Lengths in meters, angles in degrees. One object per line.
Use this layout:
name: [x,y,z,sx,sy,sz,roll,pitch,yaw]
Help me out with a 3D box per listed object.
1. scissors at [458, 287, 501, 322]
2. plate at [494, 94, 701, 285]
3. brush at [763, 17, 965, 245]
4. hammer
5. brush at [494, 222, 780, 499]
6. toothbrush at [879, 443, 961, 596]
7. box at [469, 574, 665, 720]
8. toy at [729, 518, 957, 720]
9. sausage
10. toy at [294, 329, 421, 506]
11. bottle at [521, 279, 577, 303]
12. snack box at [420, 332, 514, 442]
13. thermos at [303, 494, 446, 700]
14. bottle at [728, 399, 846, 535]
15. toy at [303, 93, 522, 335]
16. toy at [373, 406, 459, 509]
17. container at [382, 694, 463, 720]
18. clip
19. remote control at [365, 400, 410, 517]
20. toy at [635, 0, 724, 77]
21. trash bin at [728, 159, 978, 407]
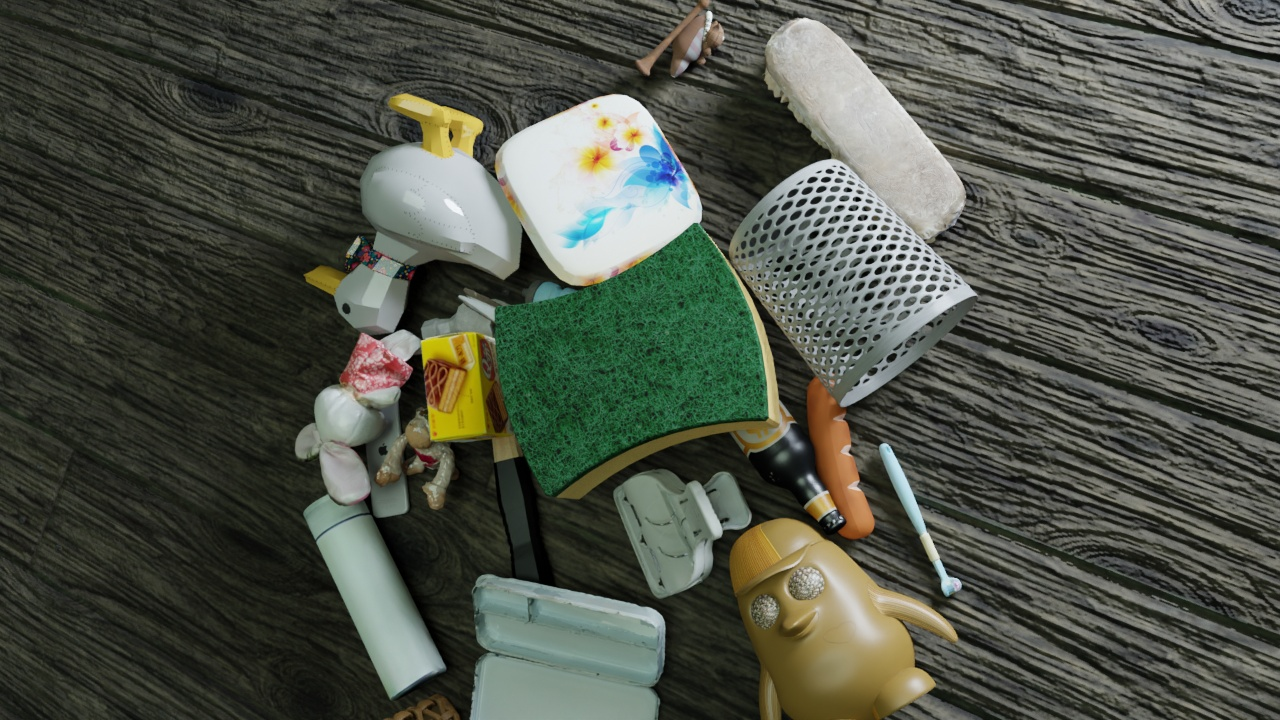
scissors: [-0.105,-0.016,0.976,0.188,0.015,0.146,-3,84,-7]
plate: [-0.042,-0.185,0.964,0.186,0.016,0.187,-28,83,-15]
brush: [0.219,-0.231,0.922,0.083,0.056,0.271,-37,77,5]
hammer: [-0.146,0.093,0.997,0.131,0.039,0.328,-15,80,12]
brush: [-0.005,0.005,0.882,0.250,0.075,0.195,-21,74,14]
toothbrush: [0.267,0.152,0.886,0.022,0.016,0.155,-19,78,-20]
box: [-0.078,0.320,0.946,0.210,0.061,0.193,5,107,17]
toy: [0.158,0.237,0.840,0.199,0.162,0.203,-35,65,9]
sausage: [0.193,0.093,0.901,0.044,0.039,0.164,-11,81,4]
toy: [-0.310,0.049,1.014,0.159,0.084,0.194,25,83,43]
bottle: [-0.070,-0.055,0.990,0.130,0.040,0.040,19,89,17]
snack box: [-0.177,0.029,0.949,0.061,0.083,0.105,-9,83,12]
thermos: [-0.292,0.251,1.003,0.068,0.068,0.230,-32,76,10]
bottle: [0.137,0.089,0.891,0.059,0.059,0.181,-38,65,8]
toy: [-0.241,-0.145,1.003,0.247,0.140,0.268,18,101,15]
toy: [-0.228,0.096,0.993,0.085,0.074,0.106,24,108,20]
container: [-0.256,0.510,0.885,0.252,0.214,0.219,-46,74,6]
clip: [0.036,0.164,0.914,0.144,0.074,0.124,-33,77,41]
remote control: [-0.292,0.105,1.049,0.045,0.008,0.146,-12,80,14]
toy: [0.048,-0.338,0.989,0.055,0.041,0.102,40,108,-22]
trash bin: [0.192,-0.076,0.863,0.156,0.156,0.183,-39,73,8]
